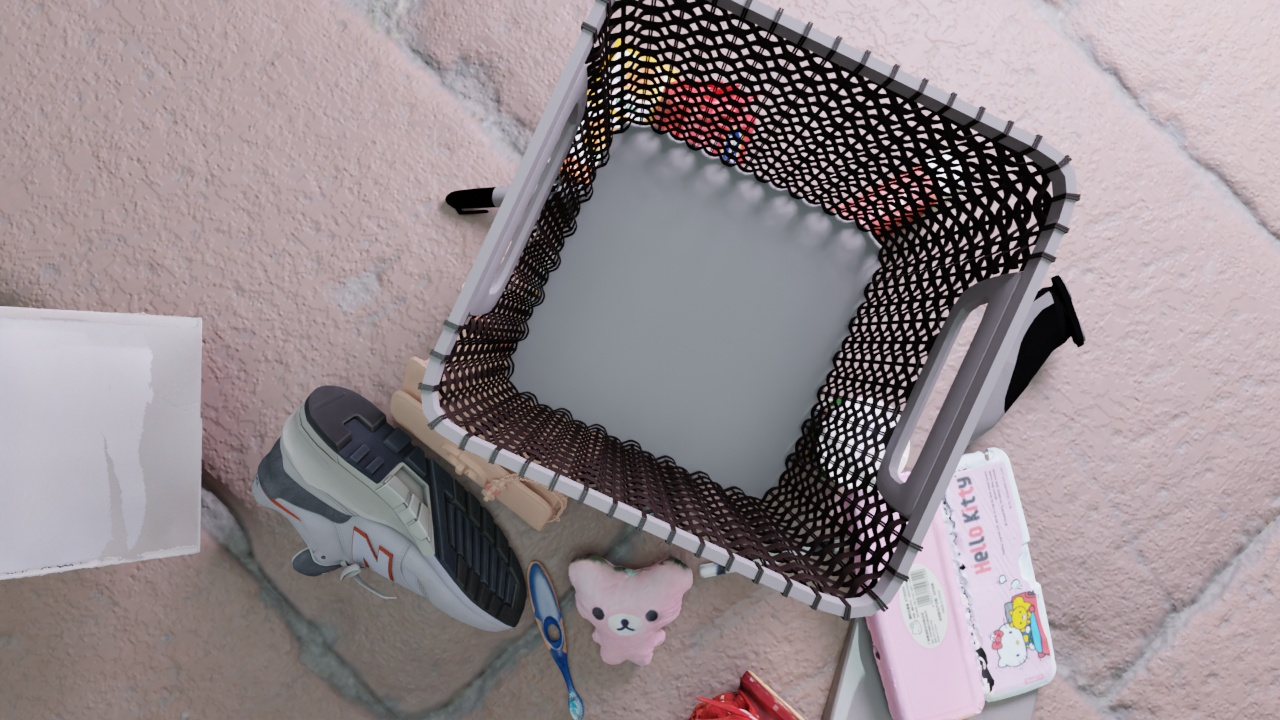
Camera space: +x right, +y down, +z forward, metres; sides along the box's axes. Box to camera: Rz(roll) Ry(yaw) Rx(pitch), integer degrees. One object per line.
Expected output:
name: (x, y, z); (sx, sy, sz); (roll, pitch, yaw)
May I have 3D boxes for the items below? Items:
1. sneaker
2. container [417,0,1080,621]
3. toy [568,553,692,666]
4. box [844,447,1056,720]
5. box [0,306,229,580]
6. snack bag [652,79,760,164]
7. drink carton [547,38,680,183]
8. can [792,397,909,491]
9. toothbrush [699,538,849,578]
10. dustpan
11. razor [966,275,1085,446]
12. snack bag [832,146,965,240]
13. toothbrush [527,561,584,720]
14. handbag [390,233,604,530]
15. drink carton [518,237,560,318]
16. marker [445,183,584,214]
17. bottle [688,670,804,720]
sneaker: (-0.204, 0.135, 0.714); (0.124, 0.088, 0.240); (-31, 107, 21)
container: (0.046, -0.034, 0.546); (0.245, 0.243, 0.247); (25, 90, -3)
toy: (-0.009, 0.201, 0.734); (0.099, 0.052, 0.096); (3, 101, 1)
box: (0.252, 0.183, 0.735); (0.153, 0.041, 0.201); (-13, 91, -5)
box: (-0.405, 0.053, 0.733); (0.164, 0.447, 0.167); (1, 88, -12)
snack bag: (0.031, -0.135, 0.720); (0.082, 0.082, 0.176); (18, 100, -2)
drink carton: (-0.023, -0.190, 0.750); (0.058, 0.040, 0.122); (29, 87, -1)
can: (0.156, 0.062, 0.709); (0.067, 0.121, 0.067); (0, 88, -3)
toothbrush: (0.140, 0.157, 0.757); (0.187, 0.017, 0.012); (-10, 89, -3)
dustpan: (0.221, 0.342, 0.751); (0.163, 0.033, 0.257); (18, 79, -2)
razor: (0.303, 0.005, 0.753); (0.156, 0.057, 0.060); (-48, 62, 5)
snack bag: (0.152, -0.096, 0.724); (0.225, 0.077, 0.041); (-26, 84, -8)
toothbrush: (-0.069, 0.229, 0.747); (0.021, 0.017, 0.135); (-16, 89, -5)
handbag: (-0.076, 0.029, 0.739); (0.199, 0.117, 0.186); (37, 54, 3)
drink carton: (-0.024, -0.034, 0.699); (0.122, 0.041, 0.058); (29, 54, -2)
marker: (-0.094, -0.130, 0.740); (0.139, 0.016, 0.022); (1, 117, 18)
bottle: (0.074, 0.306, 0.712); (0.099, 0.099, 0.111); (42, 82, -1)
